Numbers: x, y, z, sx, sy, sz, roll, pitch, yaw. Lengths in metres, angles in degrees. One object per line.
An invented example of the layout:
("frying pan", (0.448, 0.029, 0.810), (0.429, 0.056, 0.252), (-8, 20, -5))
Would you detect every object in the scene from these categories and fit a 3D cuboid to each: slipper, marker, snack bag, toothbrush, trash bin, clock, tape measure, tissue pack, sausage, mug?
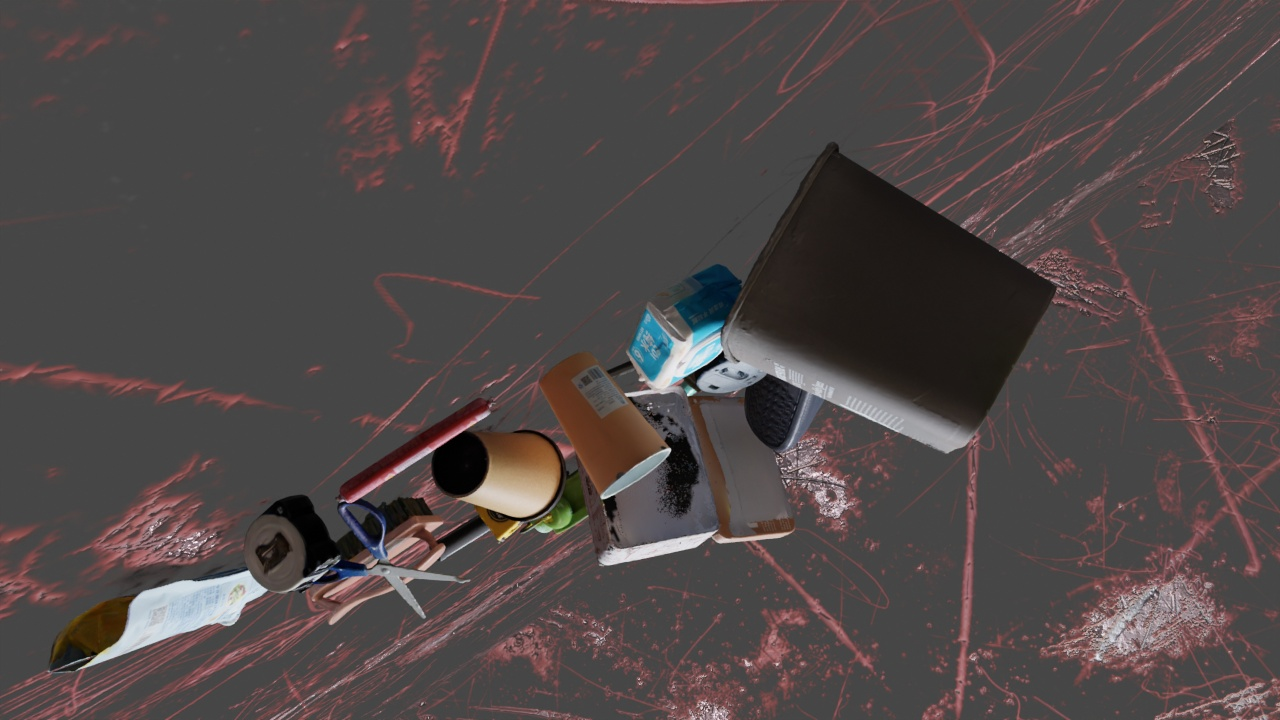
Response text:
("slipper", (0.186, -0.016, 1.036), (0.083, 0.110, 0.269), (-19, 136, -31))
("marker", (-0.006, 0.006, 0.982), (0.123, 0.015, 0.018), (-21, 157, -39))
("snack bag", (-0.367, 0.202, 0.748), (0.110, 0.039, 0.190), (-44, 166, 12))
("toothbrush", (-0.175, 0.193, 1.180), (0.212, 0.026, 0.027), (-29, -177, -34))
("trash bin", (0.211, -0.039, 0.805), (0.198, 0.220, 0.199), (-59, 167, -2))
("clock", (-0.095, 0.189, 1.244), (0.160, 0.056, 0.116), (-34, 178, -26))
("tape measure", (-0.162, 0.177, 1.091), (0.057, 0.060, 0.029), (-41, 164, 0))
("clock", (0.105, -0.011, 0.989), (0.122, 0.055, 0.082), (-31, 148, 30))
("tissue pack", (0.046, -0.028, 0.889), (0.089, 0.063, 0.140), (-30, 165, -24))
("tape measure", (-0.276, 0.148, 0.720), (0.066, 0.065, 0.033), (-42, 167, 18))
("sausage", (-0.190, 0.075, 0.778), (0.155, 0.020, 0.020), (-33, 166, -8))
("mug", (-0.038, 0.056, 0.851), (0.078, 0.122, 0.078), (-33, 167, -9))

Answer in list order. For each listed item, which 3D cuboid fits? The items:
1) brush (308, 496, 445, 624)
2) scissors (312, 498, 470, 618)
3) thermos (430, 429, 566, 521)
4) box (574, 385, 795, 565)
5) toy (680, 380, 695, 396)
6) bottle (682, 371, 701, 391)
("brush", (-0.262, 0.196, 0.897), (0.146, 0.073, 0.063), (-35, 167, 6))
("scissors", (-0.246, 0.186, 0.845), (0.176, 0.012, 0.163), (1, 126, -2))
("thermos", (-0.136, 0.106, 0.879), (0.093, 0.093, 0.143), (-38, 157, 11))
("box", (0.057, 0.125, 1.056), (0.271, 0.177, 0.107), (-2, 156, -29))
("toy", (0.092, 0.009, 1.195), (0.091, 0.030, 0.097), (-26, 157, -49))
("bottle", (0.131, -0.020, 1.142), (0.194, 0.044, 0.080), (-22, 147, -44))
